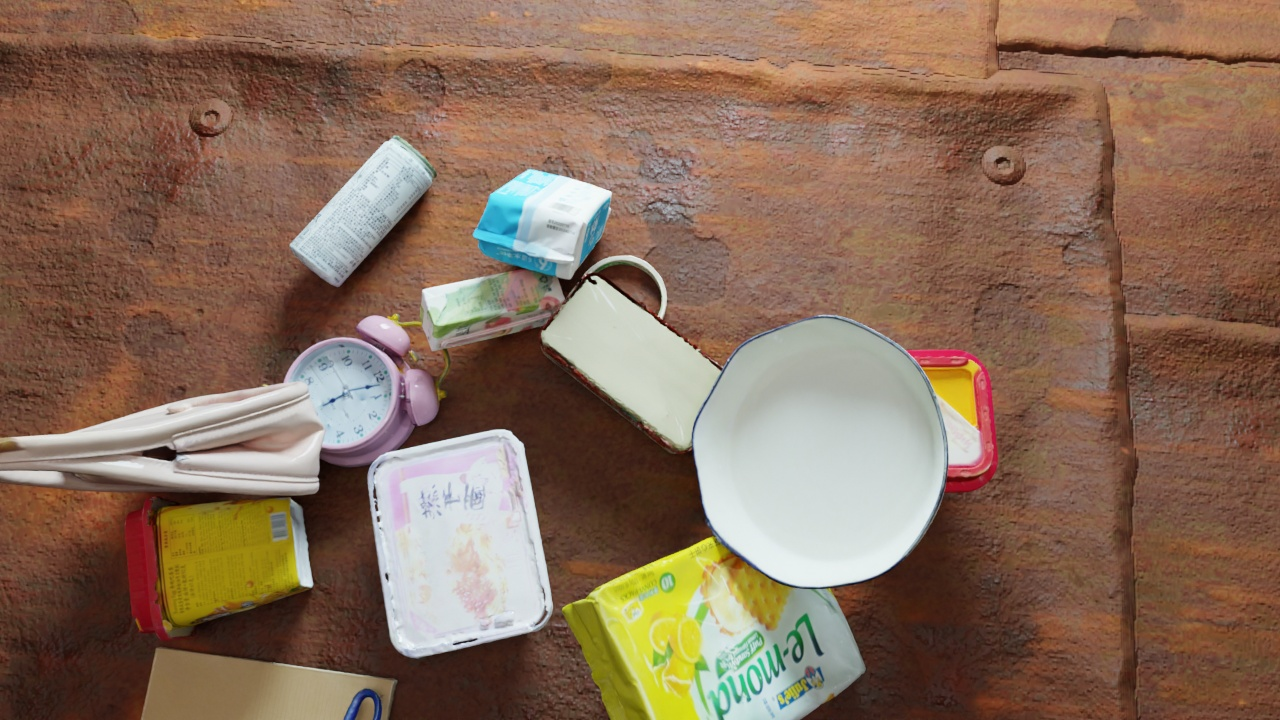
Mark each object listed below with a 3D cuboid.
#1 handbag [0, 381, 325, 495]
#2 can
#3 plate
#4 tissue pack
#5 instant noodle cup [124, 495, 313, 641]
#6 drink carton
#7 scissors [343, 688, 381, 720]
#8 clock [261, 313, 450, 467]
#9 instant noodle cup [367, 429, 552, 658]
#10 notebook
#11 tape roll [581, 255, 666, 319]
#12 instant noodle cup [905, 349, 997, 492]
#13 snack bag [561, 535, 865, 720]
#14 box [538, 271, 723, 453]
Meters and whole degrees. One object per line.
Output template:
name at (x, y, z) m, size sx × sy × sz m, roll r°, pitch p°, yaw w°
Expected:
handbag at (-0.389, 0.069, 0.708) m, size 0.194 × 0.233 × 0.093 m, roll -7°, pitch 86°, yaw 38°
can at (-0.261, -0.140, 0.866) m, size 0.058 × 0.058 × 0.146 m, roll 37°, pitch 80°, yaw 9°
plate at (0.138, 0.071, 0.712) m, size 0.205 × 0.045 × 0.204 m, roll -5°, pitch 81°, yaw 33°
tissue pack at (-0.085, -0.123, 0.828) m, size 0.090 × 0.139 × 0.063 m, roll 16°, pitch 117°, yaw 5°
instant noodle cup at (-0.349, 0.167, 0.773) m, size 0.123 × 0.116 × 0.116 m, roll -9°, pitch 77°, yaw -14°
drink carton at (-0.133, -0.046, 0.825) m, size 0.122 × 0.054 × 0.045 m, roll -15°, pitch 70°, yaw -23°
scissors at (-0.261, 0.337, 0.729) m, size 0.174 × 0.012 × 0.162 m, roll 19°, pitch 54°, yaw 34°
clock at (-0.246, 0.025, 0.826) m, size 0.158 × 0.060 × 0.117 m, roll -31°, pitch 79°, yaw -9°
instant noodle cup at (-0.154, 0.157, 0.794) m, size 0.138 × 0.060 × 0.173 m, roll -12°, pitch 75°, yaw -2°
notebook at (-0.324, 0.334, 0.779) m, size 0.211 × 0.012 × 0.149 m, roll 7°, pitch 78°, yaw 2°
tape roll at (-0.018, -0.056, 0.866) m, size 0.086 × 0.014 × 0.085 m, roll 0°, pitch 76°, yaw 0°
instant noodle cup at (0.226, 0.058, 0.780) m, size 0.116 × 0.124 × 0.116 m, roll 0°, pitch 77°, yaw 0°
snack bag at (0.062, 0.223, 0.728) m, size 0.245 × 0.068 × 0.158 m, roll -15°, pitch 73°, yaw -39°
box at (-0.005, 0.004, 0.808) m, size 0.168 × 0.077 × 0.091 m, roll 38°, pitch 83°, yaw 2°
